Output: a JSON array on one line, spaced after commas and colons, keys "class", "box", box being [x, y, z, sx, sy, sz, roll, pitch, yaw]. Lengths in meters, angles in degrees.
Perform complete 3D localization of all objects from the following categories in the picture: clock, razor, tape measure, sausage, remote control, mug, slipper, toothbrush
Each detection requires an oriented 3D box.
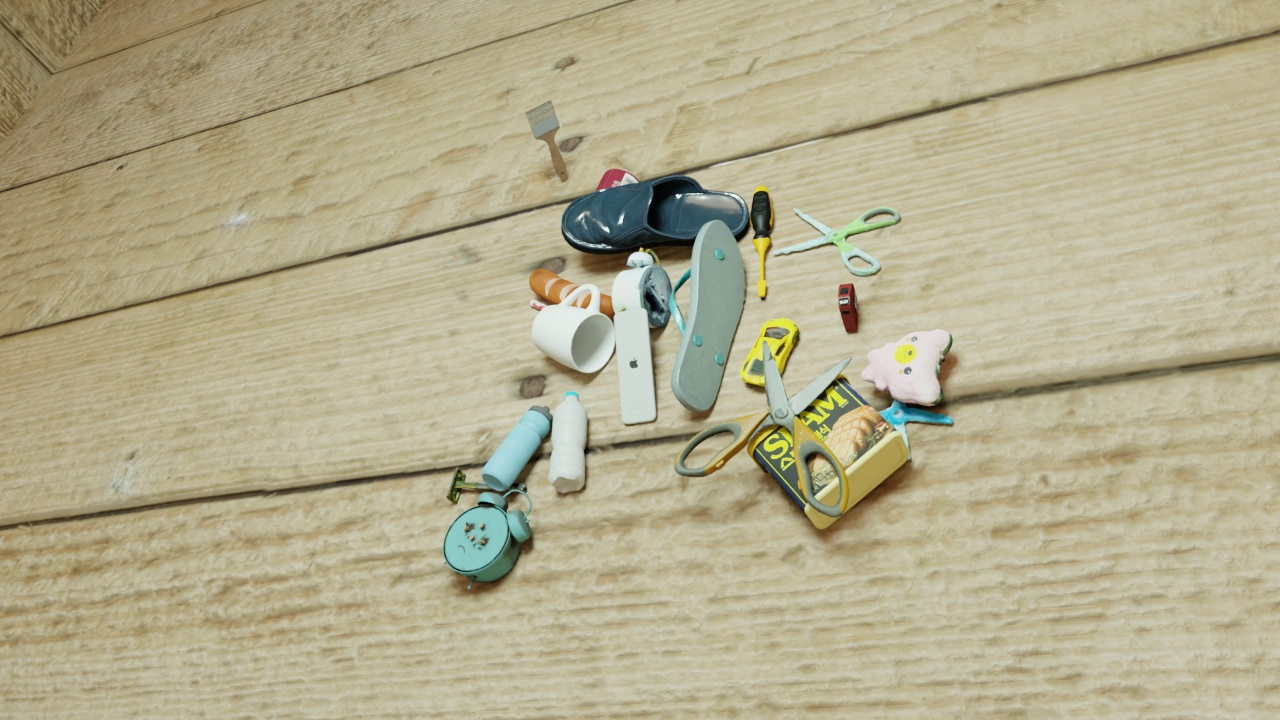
[{"class": "clock", "box": [0.008, -0.096, 1.231, 0.057, 0.083, 0.117, -2, 54, 32]}, {"class": "razor", "box": [-0.193, 0.159, 1.164, 0.106, 0.026, 0.042, -1, 52, 20]}, {"class": "tape measure", "box": [0.252, -0.070, 1.109, 0.019, 0.059, 0.051, -6, 52, 21]}, {"class": "sausage", "box": [-0.097, -0.091, 1.300, 0.164, 0.044, 0.039, 25, 57, 37]}, {"class": "remote control", "box": [-0.007, 0.007, 1.163, 0.045, 0.008, 0.146, -9, 76, 18]}, {"class": "mug", "box": [-0.088, -0.049, 1.227, 0.088, 0.080, 0.114, 19, 97, 42]}, {"class": "clock", "box": [-0.178, 0.208, 1.095, 0.124, 0.053, 0.090, -47, 50, -14]}, {"class": "slipper", "box": [0.080, -0.054, 1.171, 0.055, 0.098, 0.268, -18, 52, 45]}, {"class": "slipper", "box": [0.017, -0.213, 1.274, 0.266, 0.083, 0.108, 0, 66, 7]}, {"class": "toothbrush", "box": [0.164, -0.164, 1.246, 0.031, 0.031, 0.196, -6, 54, 15]}]

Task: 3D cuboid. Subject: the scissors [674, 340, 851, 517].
[{"class": "scissors", "box": [0.137, 0.077, 0.971, 0.230, 0.016, 0.225, -23, 54, 12]}]

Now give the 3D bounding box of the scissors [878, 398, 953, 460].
[{"class": "scissors", "box": [0.277, 0.058, 1.031, 0.140, 0.011, 0.133, -13, 51, 15]}]

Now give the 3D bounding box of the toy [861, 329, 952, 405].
[{"class": "toy", "box": [0.296, 0.006, 1.021, 0.093, 0.050, 0.102, 7, 53, 28]}]

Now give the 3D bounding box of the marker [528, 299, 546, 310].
[{"class": "marker", "box": [-0.112, -0.063, 1.306, 0.142, 0.013, 0.012, 26, 68, 38]}]

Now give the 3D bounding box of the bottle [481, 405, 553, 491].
[{"class": "bottle", "box": [-0.151, 0.106, 1.162, 0.040, 0.040, 0.129, 9, 47, 30]}]

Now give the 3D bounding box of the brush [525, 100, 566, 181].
[{"class": "brush", "box": [-0.141, -0.340, 1.451, 0.045, 0.143, 0.008, -29, 48, -10]}]

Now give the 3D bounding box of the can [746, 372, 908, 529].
[{"class": "can", "box": [0.202, 0.097, 0.984, 0.135, 0.075, 0.104, -40, 50, 0]}]

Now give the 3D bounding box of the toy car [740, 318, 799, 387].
[{"class": "toy car", "box": [0.159, -0.012, 1.128, 0.049, 0.030, 0.106, 10, 58, 32]}]

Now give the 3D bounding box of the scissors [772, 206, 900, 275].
[{"class": "scissors", "box": [0.258, -0.160, 1.207, 0.172, 0.024, 0.165, -17, 55, 15]}]

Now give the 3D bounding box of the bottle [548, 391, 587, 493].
[{"class": "bottle", "box": [-0.089, 0.098, 1.147, 0.044, 0.044, 0.136, -13, 50, 16]}]

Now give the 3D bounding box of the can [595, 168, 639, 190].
[{"class": "can", "box": [-0.044, -0.229, 1.371, 0.063, 0.063, 0.113, 5, 57, 28]}]
